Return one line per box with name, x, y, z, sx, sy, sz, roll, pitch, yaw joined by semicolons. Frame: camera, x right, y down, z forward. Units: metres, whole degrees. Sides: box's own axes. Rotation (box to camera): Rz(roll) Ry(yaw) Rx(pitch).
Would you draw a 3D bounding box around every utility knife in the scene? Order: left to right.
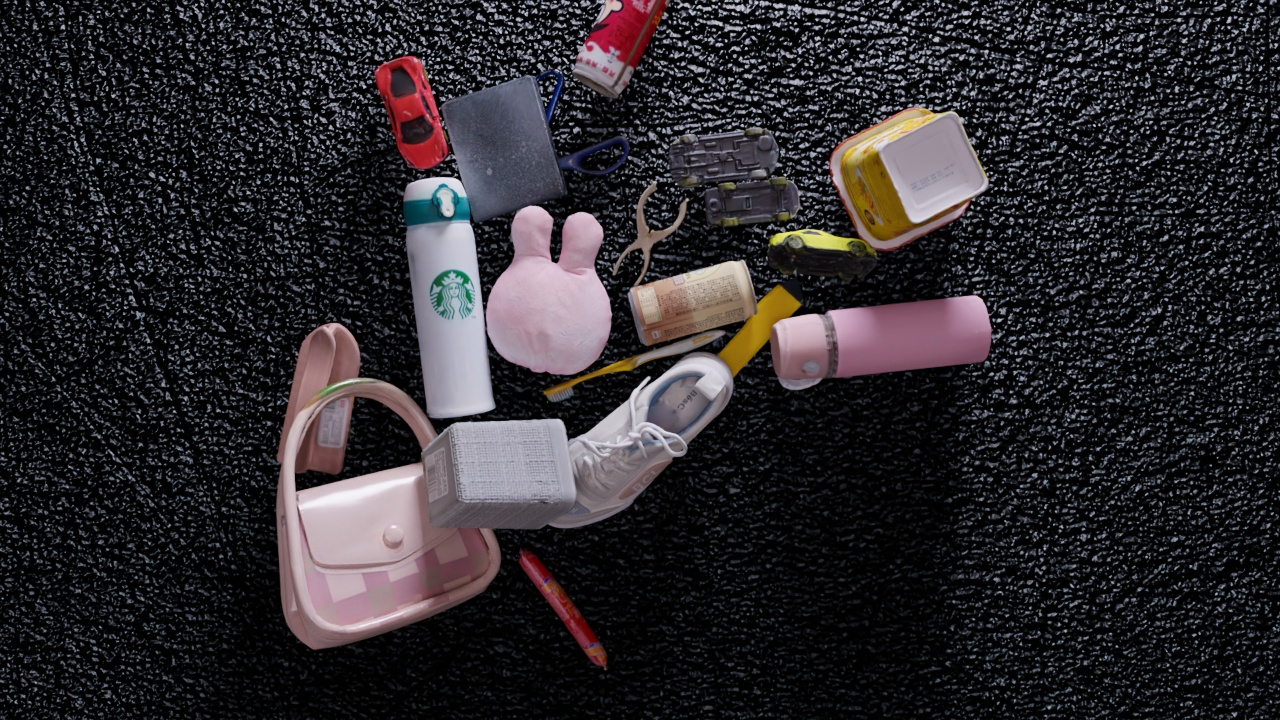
utility knife;0.106;-0.022;0.910;0.033;0.015;0.154;43;95;3

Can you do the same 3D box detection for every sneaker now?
sneaker;-0.009;0.087;0.880;0.242;0.090;0.089;-41;93;11

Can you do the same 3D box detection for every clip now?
clip;0.021;-0.120;0.893;0.084;0.034;0.104;10;100;0

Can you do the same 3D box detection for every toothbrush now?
toothbrush;-0.005;0.005;0.914;0.191;0.016;0.018;-19;106;3

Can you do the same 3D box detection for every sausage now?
sausage;-0.077;0.253;0.938;0.020;0.020;0.156;-35;95;4

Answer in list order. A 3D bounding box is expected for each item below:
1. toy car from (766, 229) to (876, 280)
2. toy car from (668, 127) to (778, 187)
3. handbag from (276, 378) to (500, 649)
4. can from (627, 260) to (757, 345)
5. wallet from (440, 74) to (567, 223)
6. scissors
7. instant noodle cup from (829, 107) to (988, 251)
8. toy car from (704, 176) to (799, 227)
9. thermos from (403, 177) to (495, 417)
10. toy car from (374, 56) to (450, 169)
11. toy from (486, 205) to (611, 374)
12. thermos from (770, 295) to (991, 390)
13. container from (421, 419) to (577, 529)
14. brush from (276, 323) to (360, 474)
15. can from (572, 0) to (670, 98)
toy car;0.176;-0.105;0.888;0.105;0.048;0.032;7;63;1
toy car;0.080;-0.195;0.885;0.105;0.031;0.049;-6;96;3
handbag;-0.249;0.132;0.858;0.192;0.094;0.234;-12;84;-38
can;0.050;-0.056;0.885;0.116;0.058;0.058;-15;95;2
wallet;-0.132;-0.204;0.885;0.097;0.019;0.121;-15;95;8
scissors;-0.092;-0.200;0.897;0.162;0.012;0.175;2;98;1
instant noodle cup;0.249;-0.169;0.840;0.116;0.123;0.116;-26;95;3
toy car;0.107;-0.152;0.887;0.090;0.035;0.042;-6;97;1
thermos;-0.184;-0.060;0.880;0.073;0.073;0.224;-6;96;1
toy car;-0.219;-0.238;0.885;0.049;0.031;0.106;-16;97;3
toy;-0.085;-0.066;0.888;0.121;0.054;0.159;8;96;-8
thermos;0.227;-0.013;0.887;0.198;0.067;0.087;-8;135;-1
container;-0.135;0.107;0.854;0.114;0.090;0.090;4;63;-36
brush;-0.310;0.035;0.892;0.063;0.073;0.145;12;94;0
can;-0.013;-0.318;0.863;0.053;0.053;0.133;28;95;-2
